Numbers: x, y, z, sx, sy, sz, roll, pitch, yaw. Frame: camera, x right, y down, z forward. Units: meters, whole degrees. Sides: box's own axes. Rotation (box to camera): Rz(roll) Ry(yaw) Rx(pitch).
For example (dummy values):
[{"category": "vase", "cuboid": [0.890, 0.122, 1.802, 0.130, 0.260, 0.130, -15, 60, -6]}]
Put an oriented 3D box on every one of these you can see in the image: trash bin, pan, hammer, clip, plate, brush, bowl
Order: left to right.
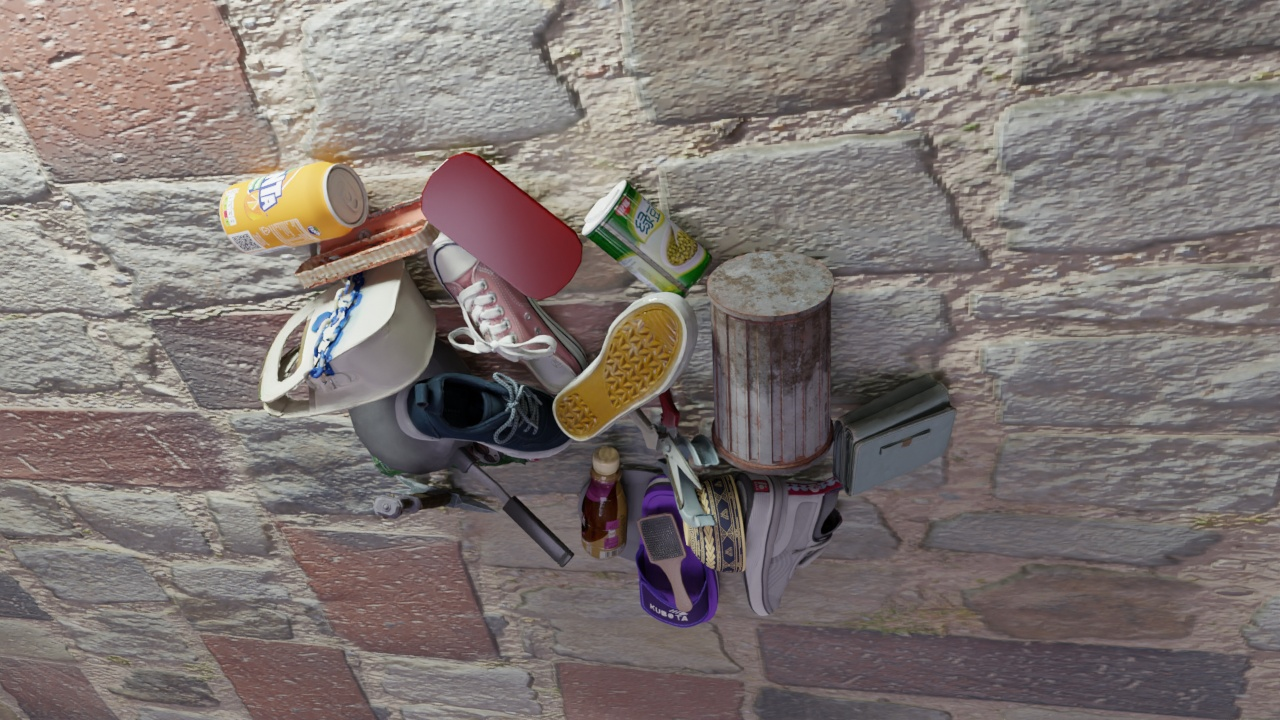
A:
[{"category": "hammer", "cuboid": [-0.264, 0.173, 1.117, 0.147, 0.028, 0.317, 15, 174, 1]}, {"category": "pan", "cuboid": [-0.215, 0.114, 1.087, 0.357, 0.041, 0.179, 43, 112, 8]}, {"category": "brush", "cuboid": [-0.141, -0.138, 0.943, 0.173, 0.042, 0.082, 37, 99, -14]}, {"category": "plate", "cuboid": [0.005, 0.205, 1.209, 0.178, 0.012, 0.179, 8, 129, 10]}, {"category": "brush", "cuboid": [0.036, 0.254, 1.137, 0.050, 0.015, 0.136, -14, 102, 19]}, {"category": "clip", "cuboid": [0.052, 0.095, 1.027, 0.029, 0.171, 0.141, -2, 114, -17]}, {"category": "bowl", "cuboid": [0.082, 0.193, 1.072, 0.061, 0.112, 0.113, -7, 128, -2]}, {"category": "trash bin", "cuboid": [0.134, 0.010, 0.943, 0.131, 0.130, 0.211, 3, 127, 13]}]

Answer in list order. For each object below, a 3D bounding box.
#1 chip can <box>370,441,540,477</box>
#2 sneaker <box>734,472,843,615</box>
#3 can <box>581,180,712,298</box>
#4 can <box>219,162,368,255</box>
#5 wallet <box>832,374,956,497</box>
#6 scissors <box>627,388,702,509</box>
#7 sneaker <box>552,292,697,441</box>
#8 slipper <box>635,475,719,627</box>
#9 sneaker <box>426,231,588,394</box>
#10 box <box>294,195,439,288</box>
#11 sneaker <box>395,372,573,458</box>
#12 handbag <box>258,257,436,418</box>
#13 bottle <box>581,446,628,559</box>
[{"category": "chip can", "cuboid": [-0.233, 0.102, 1.155, 0.224, 0.075, 0.075, -9, 125, 21]}, {"category": "sneaker", "cuboid": [0.181, 0.223, 1.130, 0.128, 0.096, 0.263, -7, 135, -2]}, {"category": "can", "cuboid": [0.006, -0.118, 0.916, 0.121, 0.067, 0.067, 38, 128, -16]}, {"category": "can", "cuboid": [-0.370, -0.162, 0.979, 0.143, 0.078, 0.079, -8, 125, 21]}, {"category": "wallet", "cuboid": [0.265, 0.082, 0.972, 0.131, 0.054, 0.100, -21, 127, -14]}, {"category": "scissors", "cuboid": [0.017, 0.062, 1.015, 0.180, 0.015, 0.193, 8, 94, 54]}, {"category": "sneaker", "cuboid": [-0.006, 0.006, 0.975, 0.087, 0.079, 0.236, 49, 133, 5]}, {"category": "slipper", "cuboid": [0.043, 0.273, 1.187, 0.107, 0.083, 0.267, 5, 129, 12]}, {"category": "sneaker", "cuboid": [-0.151, -0.041, 1.008, 0.118, 0.087, 0.241, -26, 118, 31]}, {"category": "box", "cuboid": [-0.291, -0.129, 0.990, 0.187, 0.083, 0.043, -14, 129, 23]}, {"category": "sneaker", "cuboid": [-0.155, 0.056, 1.017, 0.235, 0.089, 0.088, 10, 160, -41]}, {"category": "handbag", "cuboid": [-0.332, -0.026, 0.996, 0.199, 0.200, 0.093, -23, 123, 5]}, {"category": "bottle", "cuboid": [-0.045, 0.177, 1.151, 0.060, 0.059, 0.166, 10, 130, 8]}]
